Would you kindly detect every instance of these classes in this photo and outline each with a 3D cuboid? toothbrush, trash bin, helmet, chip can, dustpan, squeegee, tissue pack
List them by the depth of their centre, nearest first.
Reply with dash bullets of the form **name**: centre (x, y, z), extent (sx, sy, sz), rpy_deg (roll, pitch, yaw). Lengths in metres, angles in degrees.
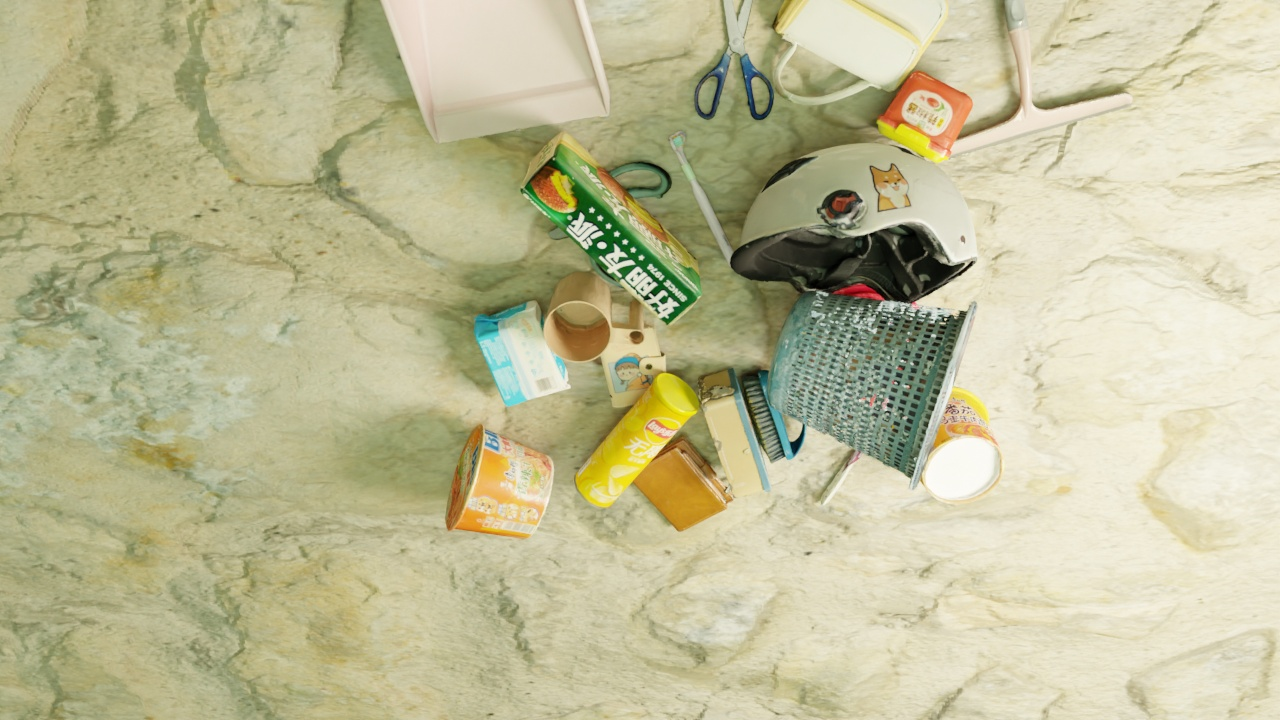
- **dustpan**: centre (-0.166, -0.357, 0.987), extent (0.222, 0.138, 0.274), rpy_deg (-11, 117, 5)
- **squeegee**: centre (0.424, -0.365, 1.034), extent (0.248, 0.040, 0.250), rpy_deg (-15, 116, 9)
- **helmet**: centre (0.248, -0.168, 1.061), extent (0.274, 0.230, 0.156), rpy_deg (7, 78, 3)
- **trash bin**: centre (0.263, 0.013, 1.075), extent (0.195, 0.225, 0.227), rpy_deg (19, 119, 19)
- **toothbrush**: centre (0.082, -0.195, 1.138), extent (0.021, 0.029, 0.189), rpy_deg (2, 130, 46)
- **tissue pack**: centre (-0.156, -0.008, 1.212), extent (0.090, 0.063, 0.140), rpy_deg (-16, 118, 7)
- **chip can**: centre (-0.009, 0.113, 1.257), extent (0.072, 0.072, 0.214), rpy_deg (31, 120, -15)
- **toothbrush**: centre (0.311, 0.138, 1.314), extent (0.017, 0.016, 0.188), rpy_deg (19, 116, -21)

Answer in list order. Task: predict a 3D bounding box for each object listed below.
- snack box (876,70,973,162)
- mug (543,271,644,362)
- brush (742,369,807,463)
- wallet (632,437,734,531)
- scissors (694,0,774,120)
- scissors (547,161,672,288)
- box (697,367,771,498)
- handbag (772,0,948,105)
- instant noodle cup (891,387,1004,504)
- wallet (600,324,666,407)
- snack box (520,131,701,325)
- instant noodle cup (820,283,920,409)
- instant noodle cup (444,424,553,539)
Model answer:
- **snack box**: centre (0.328, -0.280, 1.052), extent (0.091, 0.081, 0.080), rpy_deg (31, 110, 11)
- **mug**: centre (-0.057, -0.056, 1.163), extent (0.124, 0.103, 0.084), rpy_deg (4, 118, -2)
- **brush**: centre (0.189, 0.074, 1.257), extent (0.073, 0.055, 0.144), rpy_deg (-18, 116, 10)
- **wallet**: centre (0.063, 0.180, 1.325), extent (0.119, 0.035, 0.130), rpy_deg (-32, 113, 18)
- **scissors**: centre (0.116, -0.352, 1.058), extent (0.157, 0.012, 0.166), rpy_deg (34, 112, -14)
- **scissors**: centre (-0.024, -0.161, 1.156), extent (0.170, 0.019, 0.180), rpy_deg (-22, 117, 10)
- **box**: centre (0.130, 0.106, 1.257), extent (0.059, 0.089, 0.184), rpy_deg (-19, 118, 9)
- **handbag**: centre (0.232, -0.360, 1.029), extent (0.163, 0.063, 0.179), rpy_deg (24, 119, -10)
- **instant noodle cup**: centre (0.424, 0.121, 1.250), extent (0.138, 0.109, 0.138), rpy_deg (0, 117, -1)
- **wallet**: centre (-0.007, 0.007, 1.243), extent (0.087, 0.024, 0.115), rpy_deg (-8, 118, 9)
- **snack box**: centre (-0.030, -0.156, 1.084), extent (0.063, 0.114, 0.240), rpy_deg (-41, 110, 19)
- **instant noodle cup**: centre (0.295, -0.001, 1.212), extent (0.194, 0.065, 0.194), rpy_deg (1, 118, 1)
- **instant noodle cup**: centre (-0.193, 0.176, 1.269), extent (0.111, 0.151, 0.152), rpy_deg (19, 116, -18)
